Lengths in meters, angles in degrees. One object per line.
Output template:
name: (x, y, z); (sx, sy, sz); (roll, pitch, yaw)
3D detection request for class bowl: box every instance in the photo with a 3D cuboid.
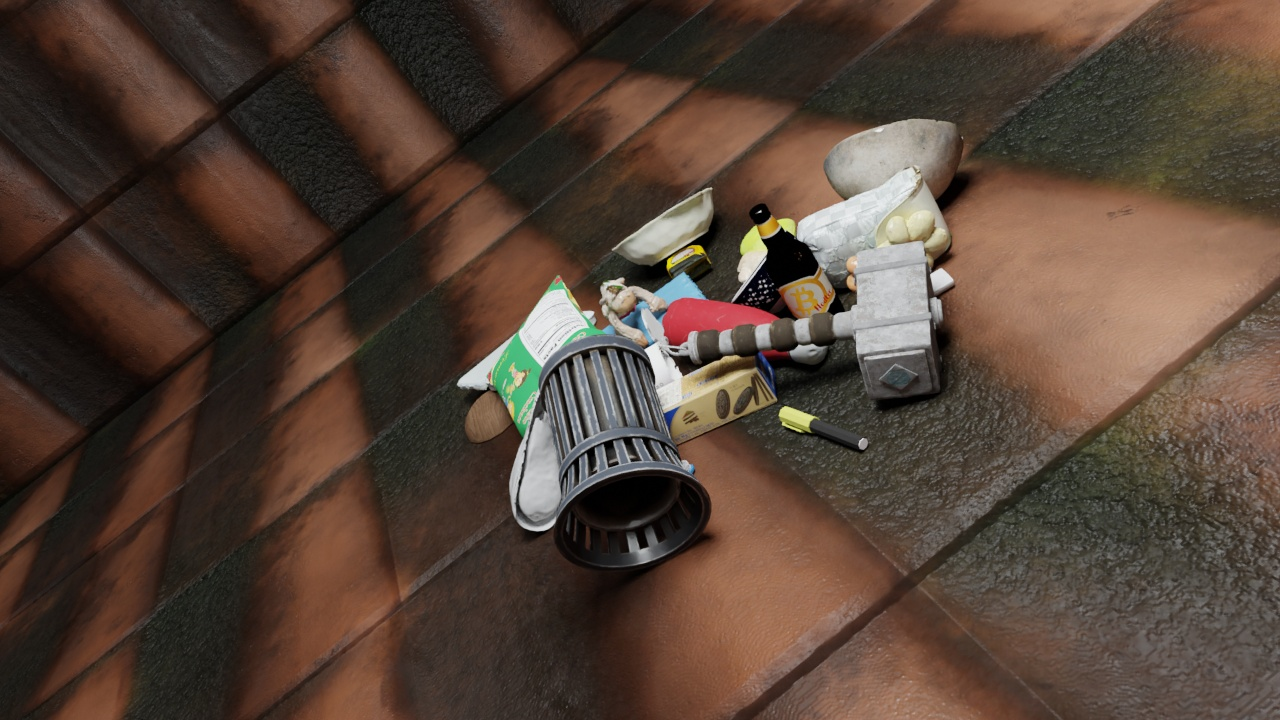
bowl: (0.330, -0.235, 1.187); (0.179, 0.178, 0.081); (-13, 73, 37)
bowl: (-0.238, 0.078, 1.463); (0.118, 0.030, 0.117); (-27, 30, 18)
bowl: (0.182, -0.105, 1.213); (0.120, 0.066, 0.120); (-54, -1, -2)
bowl: (0.049, -0.206, 1.485); (0.188, 0.060, 0.220); (-34, 4, -19)

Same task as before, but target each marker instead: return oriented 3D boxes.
marker: (0.197, 0.075, 0.999); (0.124, 0.017, 0.021); (21, 96, 56)

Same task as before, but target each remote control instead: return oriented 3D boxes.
remote control: (0.306, -0.064, 1.083); (0.131, 0.012, 0.033); (-32, 31, 9)

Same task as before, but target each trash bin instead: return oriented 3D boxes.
trash bin: (-0.031, 0.092, 1.023); (0.164, 0.164, 0.227); (-31, 43, 12)

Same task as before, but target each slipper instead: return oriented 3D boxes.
slipper: (-0.103, 0.093, 1.171); (0.075, 0.112, 0.247); (28, 101, 54)

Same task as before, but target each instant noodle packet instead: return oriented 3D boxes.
instant noodle packet: (-0.133, 0.004, 1.310); (0.196, 0.090, 0.252); (-54, 35, 9)

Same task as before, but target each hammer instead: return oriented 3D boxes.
hammer: (0.172, -0.029, 1.037); (0.327, 0.079, 0.176); (-8, 42, 21)

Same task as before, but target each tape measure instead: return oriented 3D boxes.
tape measure: (0.075, -0.149, 1.437); (0.065, 0.037, 0.064); (-34, 29, 3)

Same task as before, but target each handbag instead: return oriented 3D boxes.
handbag: (0.285, -0.145, 1.129); (0.172, 0.112, 0.123); (-22, 39, 25)

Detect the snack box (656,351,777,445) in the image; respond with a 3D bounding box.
snack box: (0.066, 0.056, 1.135); (0.207, 0.057, 0.056); (-27, 30, 21)

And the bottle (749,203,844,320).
bottle: (0.184, -0.114, 1.116); (0.059, 0.181, 0.059); (-27, 30, 17)

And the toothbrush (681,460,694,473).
toothbrush: (0.001, 0.133, 1.136); (0.167, 0.014, 0.016); (-5, 42, 45)

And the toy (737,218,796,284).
toy: (0.178, -0.157, 1.329); (0.092, 0.046, 0.115); (-5, 49, 45)

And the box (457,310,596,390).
box: (-0.190, -0.017, 1.524); (0.189, 0.037, 0.208); (5, 39, 48)

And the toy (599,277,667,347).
toy: (-0.018, -0.082, 1.298); (0.074, 0.106, 0.085); (20, 69, 43)

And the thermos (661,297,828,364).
thermos: (0.133, -0.033, 1.169); (0.240, 0.073, 0.073); (13, 55, 45)

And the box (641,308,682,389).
box: (-0.007, 0.007, 1.244); (0.106, 0.080, 0.150); (-30, 42, 12)

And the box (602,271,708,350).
box: (-0.006, -0.037, 1.350); (0.231, 0.052, 0.093); (-35, 30, 4)
